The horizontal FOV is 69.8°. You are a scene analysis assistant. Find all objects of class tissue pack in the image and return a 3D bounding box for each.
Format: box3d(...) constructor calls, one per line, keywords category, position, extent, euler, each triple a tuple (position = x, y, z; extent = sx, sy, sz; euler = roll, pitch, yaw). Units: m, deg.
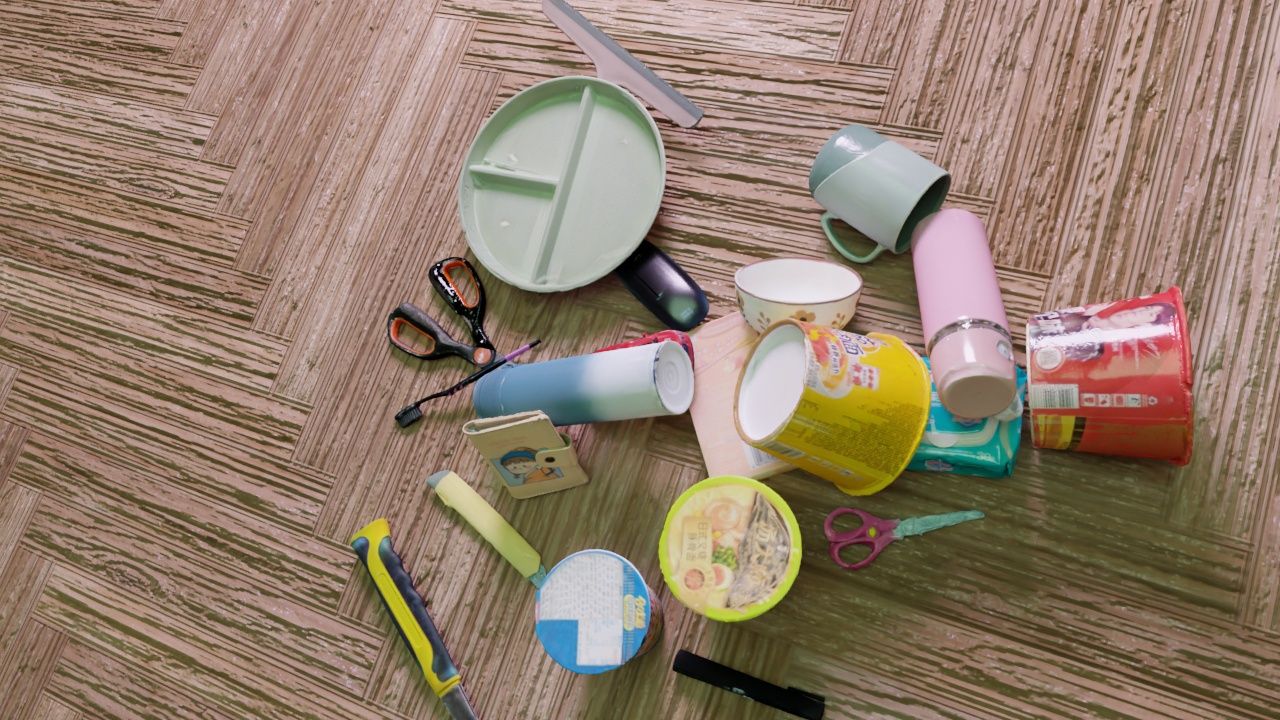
box3d(category="tissue pack", position=(0.256, 0.047, 0.784), extent=(0.134, 0.050, 0.093), euler=(4, 73, 19))

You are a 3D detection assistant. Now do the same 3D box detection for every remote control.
box3d(category="remote control", position=(0.015, -0.079, 0.901), extent=(0.053, 0.024, 0.136), euler=(-42, 55, -2))

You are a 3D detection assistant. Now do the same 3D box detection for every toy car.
box3d(category="toy car", position=(-0.005, 0.005, 0.867), extent=(0.121, 0.045, 0.053), euler=(-15, 74, 31))

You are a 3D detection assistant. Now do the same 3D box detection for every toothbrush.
box3d(category="toothbrush", position=(-0.176, 0.024, 0.929), extent=(0.189, 0.014, 0.017), euler=(-27, 78, 20))

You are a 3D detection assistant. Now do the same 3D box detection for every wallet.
box3d(category="wallet", position=(-0.101, 0.087, 0.849), extent=(0.087, 0.115, 0.024), euler=(-8, 48, 14))

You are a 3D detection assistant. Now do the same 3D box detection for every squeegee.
box3d(category="squeegee", position=(-0.097, -0.236, 0.991), extent=(0.250, 0.040, 0.247), euler=(-47, 70, 5))

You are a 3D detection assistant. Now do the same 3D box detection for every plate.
box3d(category="plate", position=(-0.081, -0.179, 0.940), extent=(0.230, 0.027, 0.230), euler=(-3, 80, 18))

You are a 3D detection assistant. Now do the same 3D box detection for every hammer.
box3d(category="hammer", position=(-0.190, 0.291, 0.855), extent=(0.126, 0.032, 0.323), euler=(-38, 66, 2))

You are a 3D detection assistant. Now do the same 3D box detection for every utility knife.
box3d(category="utility knife", position=(-0.148, 0.161, 0.891), extent=(0.166, 0.018, 0.031), euler=(39, 91, 25))

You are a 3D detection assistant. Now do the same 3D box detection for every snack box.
box3d(category="snack box", position=(0.086, 0.037, 0.853), extent=(0.084, 0.026, 0.157), euler=(-20, 68, 12))

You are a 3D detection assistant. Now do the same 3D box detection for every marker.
box3d(category="marker", position=(0.091, 0.275, 0.780), extent=(0.132, 0.020, 0.022), euler=(14, 61, 20))

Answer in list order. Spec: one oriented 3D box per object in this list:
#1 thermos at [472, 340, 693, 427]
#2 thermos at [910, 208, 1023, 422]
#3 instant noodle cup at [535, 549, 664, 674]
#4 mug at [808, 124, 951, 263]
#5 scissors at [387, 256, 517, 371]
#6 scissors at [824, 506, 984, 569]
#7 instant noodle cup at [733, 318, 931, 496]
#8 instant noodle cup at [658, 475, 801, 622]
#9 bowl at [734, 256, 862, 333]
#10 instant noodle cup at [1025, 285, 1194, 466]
box3d(category="thermos", position=(-0.059, 0.026, 0.837), extent=(0.221, 0.070, 0.070), euler=(-8, 70, 34))
box3d(category="thermos", position=(0.273, -0.037, 0.760), extent=(0.067, 0.087, 0.198), euler=(-40, 29, 36))
box3d(category="instant noodle cup", position=(-0.026, 0.217, 0.785), extent=(0.099, 0.110, 0.099), euler=(-5, 71, 15))
box3d(category="mug", position=(0.211, -0.150, 0.852), extent=(0.106, 0.082, 0.112), euler=(38, 118, 23))
box3d(category="scissors", position=(-0.167, -0.025, 0.953), extent=(0.229, 0.021, 0.189), euler=(10, 77, 20))
box3d(category="scissors", position=(0.225, 0.144, 0.784), extent=(0.133, 0.017, 0.056), euler=(-12, 64, 10))
box3d(category="instant noodle cup", position=(0.149, 0.032, 0.756), extent=(0.109, 0.138, 0.138), euler=(18, 75, -21))
box3d(category="instant noodle cup", position=(0.083, 0.163, 0.762), extent=(0.112, 0.123, 0.111), euler=(-5, 70, 14))
box3d(category="bowl", position=(0.142, -0.047, 0.833), extent=(0.113, 0.113, 0.062), euler=(6, 118, 19))
box3d(category="instant noodle cup", position=(0.364, 0.012, 0.721), extent=(0.109, 0.138, 0.137), euler=(-3, 72, 25))
